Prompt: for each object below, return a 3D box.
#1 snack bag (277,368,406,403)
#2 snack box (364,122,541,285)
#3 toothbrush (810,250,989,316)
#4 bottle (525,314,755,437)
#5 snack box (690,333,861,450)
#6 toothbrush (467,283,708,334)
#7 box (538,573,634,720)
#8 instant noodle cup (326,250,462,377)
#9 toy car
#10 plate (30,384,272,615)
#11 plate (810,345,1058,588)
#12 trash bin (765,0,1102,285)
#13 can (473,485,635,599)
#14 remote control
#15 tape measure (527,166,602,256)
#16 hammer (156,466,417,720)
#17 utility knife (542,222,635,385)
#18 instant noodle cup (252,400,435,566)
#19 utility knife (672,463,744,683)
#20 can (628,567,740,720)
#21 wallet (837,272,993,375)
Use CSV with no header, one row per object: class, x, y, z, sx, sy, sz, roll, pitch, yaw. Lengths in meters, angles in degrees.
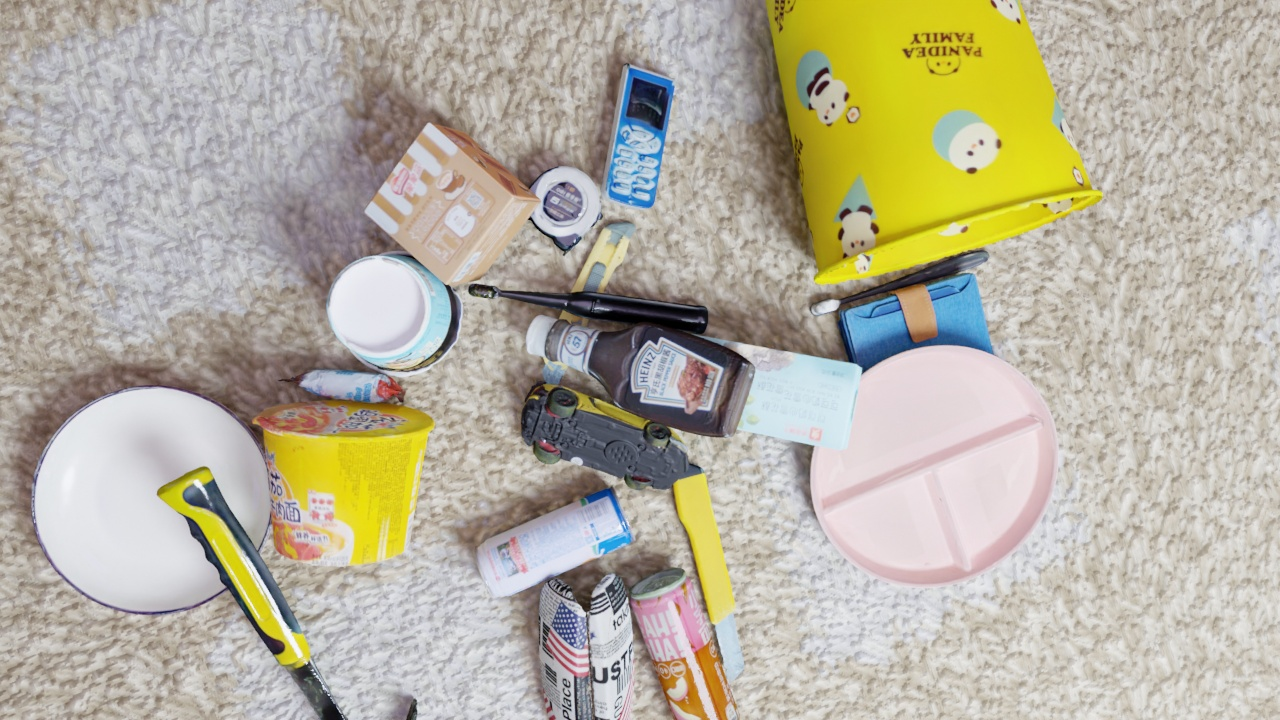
snack bag,-0.252,0.021,0.789,0.105,0.045,0.026,7,92,-7
snack box,-0.154,-0.129,0.764,0.094,0.077,0.093,41,104,3
toothbrush,0.245,-0.073,0.858,0.181,0.018,0.015,-18,90,-7
bottle,-0.005,0.005,0.777,0.195,0.044,0.080,18,88,17
snack box,0.099,0.025,0.799,0.175,0.051,0.074,10,89,14
toothbrush,-0.044,-0.048,0.805,0.212,0.027,0.026,7,103,-15
box,-0.055,0.265,0.802,0.088,0.076,0.163,4,108,16
instant noodle cup,-0.207,-0.040,0.755,0.111,0.120,0.111,0,91,-6
toy car,-0.031,0.068,0.807,0.156,0.041,0.071,19,126,-2
plate,-0.404,0.116,0.777,0.192,0.039,0.192,0,91,-7
plate,0.265,0.097,0.839,0.229,0.028,0.229,-1,102,-3
trash bin,0.222,-0.216,0.756,0.229,0.230,0.255,-15,87,-6
can,-0.075,0.160,0.806,0.134,0.053,0.053,-23,93,-6
remote control,-0.003,-0.199,0.819,0.049,0.024,0.125,12,88,-23
tape measure,-0.068,-0.137,0.813,0.066,0.033,0.066,43,89,-7
hammer,-0.295,0.232,0.768,0.126,0.032,0.323,-26,104,-9
utility knife,-0.050,-0.052,0.828,0.031,0.018,0.167,25,93,0
instant noodle cup,-0.242,0.099,0.753,0.138,0.138,0.110,5,99,-6
utility knife,0.063,0.192,0.840,0.033,0.015,0.209,-13,90,-7
can,0.039,0.264,0.818,0.058,0.058,0.147,-20,93,-6
wallet,0.257,-0.016,0.850,0.133,0.040,0.106,-16,97,-6
